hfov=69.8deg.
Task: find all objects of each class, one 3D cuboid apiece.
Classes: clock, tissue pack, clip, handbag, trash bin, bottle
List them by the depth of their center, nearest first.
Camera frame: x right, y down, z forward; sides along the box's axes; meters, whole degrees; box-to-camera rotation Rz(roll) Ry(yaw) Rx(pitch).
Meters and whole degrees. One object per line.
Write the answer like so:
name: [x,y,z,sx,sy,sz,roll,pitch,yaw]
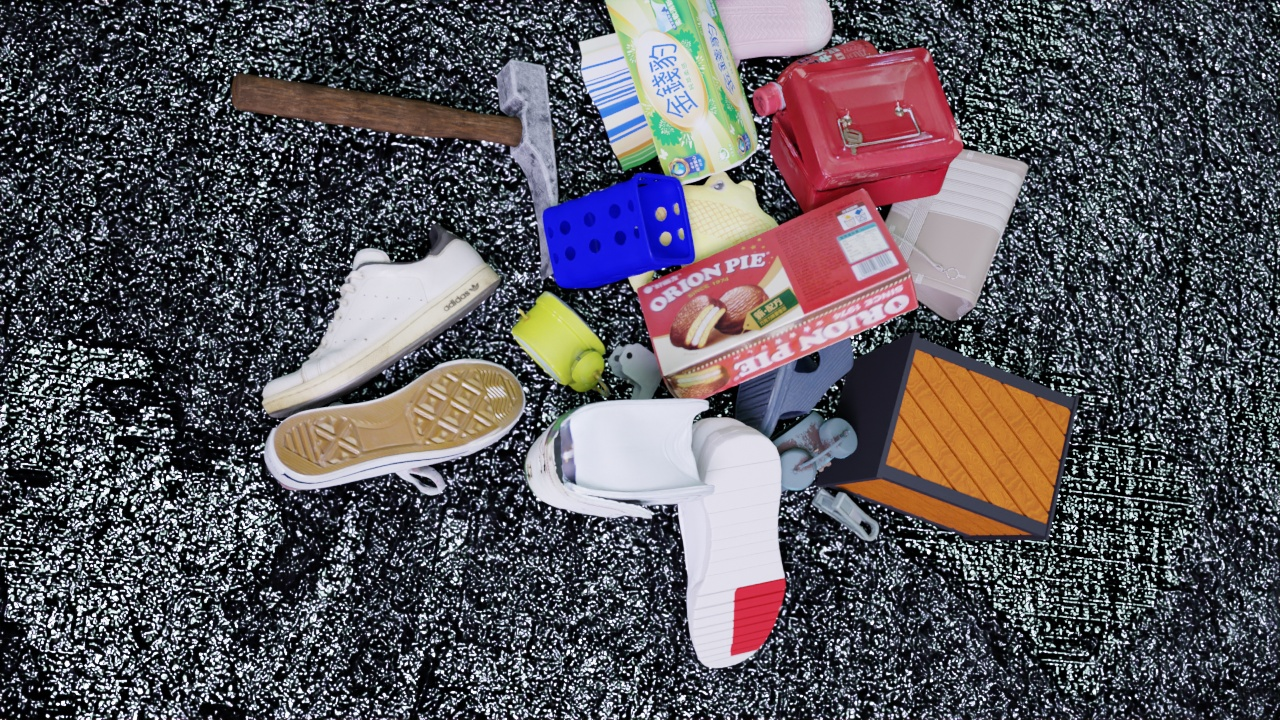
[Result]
handbag: [-0.025,0.091,0.803,0.142,0.199,0.096,-3,81,-11]
clock: [-0.068,-0.011,0.872,0.119,0.083,0.057,44,80,3]
clock: [0.155,0.088,0.874,0.090,0.124,0.053,-35,85,-16]
trash bin: [0.294,0.081,0.896,0.172,0.140,0.139,20,76,-7]
tissue pack: [0.017,-0.271,0.910,0.142,0.120,0.198,-14,100,25]
clip: [-0.004,0.007,0.918,0.054,0.044,0.101,33,74,-16]
clip: [0.212,0.157,0.925,0.076,0.061,0.023,37,76,-17]
bottle: [0.187,-0.297,0.987,0.137,0.062,0.062,-23,85,-14]
handbag: [0.292,-0.167,0.996,0.198,0.062,0.175,25,75,3]

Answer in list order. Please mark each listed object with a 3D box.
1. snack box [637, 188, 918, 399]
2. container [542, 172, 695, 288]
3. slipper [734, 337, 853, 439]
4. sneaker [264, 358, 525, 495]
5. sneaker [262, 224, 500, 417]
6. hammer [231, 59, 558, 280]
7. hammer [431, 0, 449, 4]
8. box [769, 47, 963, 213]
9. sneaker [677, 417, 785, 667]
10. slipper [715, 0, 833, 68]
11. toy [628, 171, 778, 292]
snack box: [0.122,-0.058,0.850,0.236,0.060,0.113,-23,51,9]
container: [-0.022,-0.120,0.872,0.084,0.114,0.085,-9,88,-56]
slipper: [0.170,-0.020,0.920,0.082,0.101,0.263,28,69,-13]
sneaker: [-0.218,0.068,0.828,0.240,0.088,0.118,-15,69,-35]
sneaker: [-0.249,-0.044,0.838,0.241,0.089,0.102,-36,96,-19]
hammer: [-0.213,-0.190,0.848,0.300,0.037,0.217,0,78,-33]
hammer: [-0.061,-0.409,0.958,0.318,0.032,0.130,-10,53,-7]
box: [0.225,-0.219,0.939,0.157,0.127,0.137,-10,71,-11]
sneaker: [0.073,0.165,0.868,0.090,0.104,0.237,-7,108,-17]
slipper: [0.095,-0.357,0.982,0.221,0.056,0.106,-4,72,-1]
toy: [0.069,-0.117,0.932,0.170,0.064,0.155,21,90,-2]
